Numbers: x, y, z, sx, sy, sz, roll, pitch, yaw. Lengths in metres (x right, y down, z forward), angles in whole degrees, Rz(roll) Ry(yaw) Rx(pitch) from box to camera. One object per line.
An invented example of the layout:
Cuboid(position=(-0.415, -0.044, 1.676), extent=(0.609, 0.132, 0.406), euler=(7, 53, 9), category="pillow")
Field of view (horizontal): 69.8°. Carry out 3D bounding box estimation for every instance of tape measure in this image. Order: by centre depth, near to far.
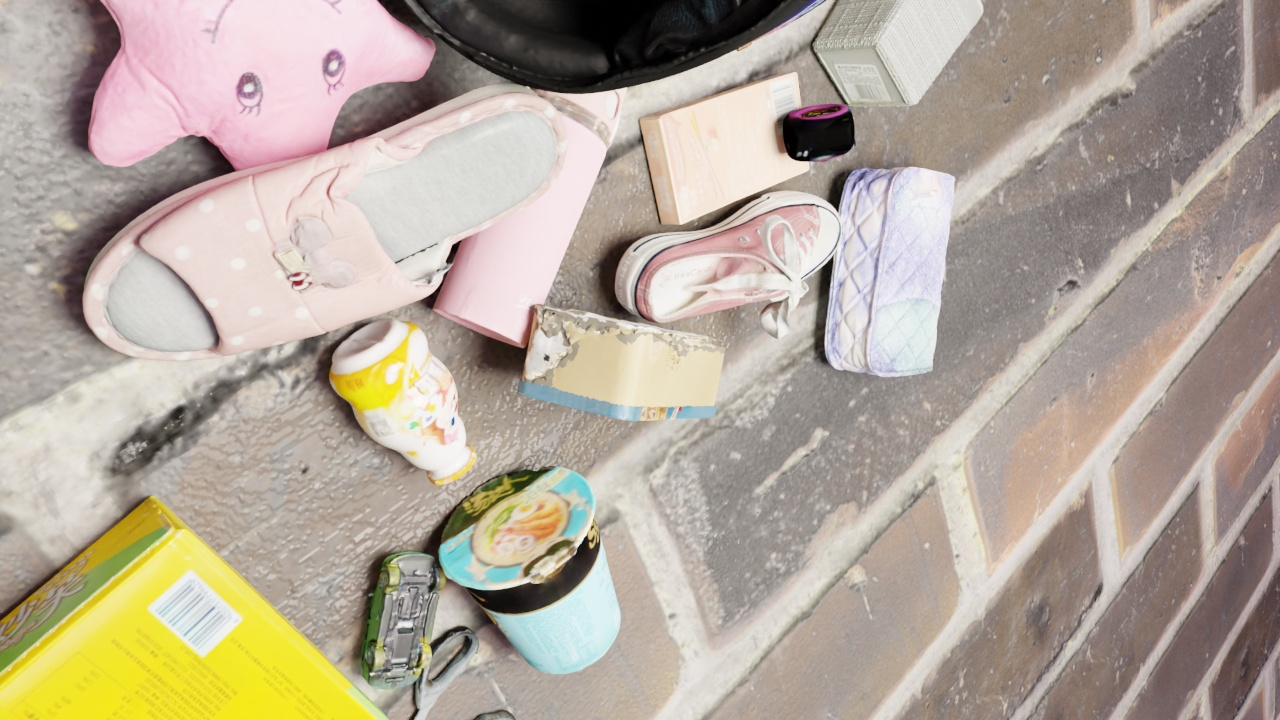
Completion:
Cuboid(position=(0.143, -0.181, 0.736), extent=(0.057, 0.057, 0.039), euler=(-76, 157, -62), category="tape measure")

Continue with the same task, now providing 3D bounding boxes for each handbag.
Cuboid(position=(0.234, -0.084, 0.859), extent=(0.134, 0.076, 0.194), euler=(-3, 102, -44), category="handbag")

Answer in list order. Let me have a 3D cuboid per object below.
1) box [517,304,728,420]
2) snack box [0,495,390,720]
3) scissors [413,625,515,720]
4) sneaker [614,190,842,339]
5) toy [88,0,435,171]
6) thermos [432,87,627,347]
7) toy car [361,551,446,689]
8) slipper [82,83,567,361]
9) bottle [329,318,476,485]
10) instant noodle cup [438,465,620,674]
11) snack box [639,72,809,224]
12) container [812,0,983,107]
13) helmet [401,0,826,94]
Cuboid(position=(-0.004, 0.004, 0.639), extent=(0.184, 0.090, 0.064), euler=(10, 93, -64), category="box")
Cuboid(position=(-0.259, 0.204, 0.511), extent=(0.157, 0.070, 0.210), euler=(-45, 124, -24), category="snack box")
Cuboid(position=(-0.162, 0.264, 0.643), extent=(0.181, 0.014, 0.159), euler=(10, 93, -39), category="scissors")
Cuboid(position=(0.093, -0.072, 0.717), extent=(0.240, 0.088, 0.118), euler=(-19, 128, -40), category="sneaker")
Cuboid(position=(-0.194, -0.160, 0.486), extent=(0.194, 0.075, 0.179), euler=(-24, 127, -36), category="toy")
Cuboid(position=(-0.066, -0.108, 0.615), extent=(0.198, 0.067, 0.087), euler=(-69, 156, -8), category="thermos")
Cuboid(position=(-0.160, 0.170, 0.608), extent=(0.043, 0.036, 0.091), euler=(12, 92, -40), category="toy car")
Cuboid(position=(-0.157, -0.069, 0.501), extent=(0.274, 0.054, 0.114), euler=(-27, 144, -17), category="slipper")
Cuboid(position=(-0.144, 0.028, 0.575), extent=(0.063, 0.063, 0.108), euler=(-43, 123, -25), category="bottle")
Cuboid(position=(-0.067, 0.155, 0.644), extent=(0.111, 0.111, 0.120), euler=(-39, 129, -27), category="instant noodle cup")
Cuboid(position=(0.072, -0.172, 0.736), extent=(0.156, 0.026, 0.084), euler=(-27, 116, -33), category="snack box")
Cuboid(position=(0.219, -0.287, 0.795), extent=(0.090, 0.090, 0.114), euler=(43, 74, -36), category="container")
Cuboid(position=(0.013, -0.286, 0.478), extent=(0.247, 0.316, 0.239), euler=(58, 44, -31), category="helmet")
